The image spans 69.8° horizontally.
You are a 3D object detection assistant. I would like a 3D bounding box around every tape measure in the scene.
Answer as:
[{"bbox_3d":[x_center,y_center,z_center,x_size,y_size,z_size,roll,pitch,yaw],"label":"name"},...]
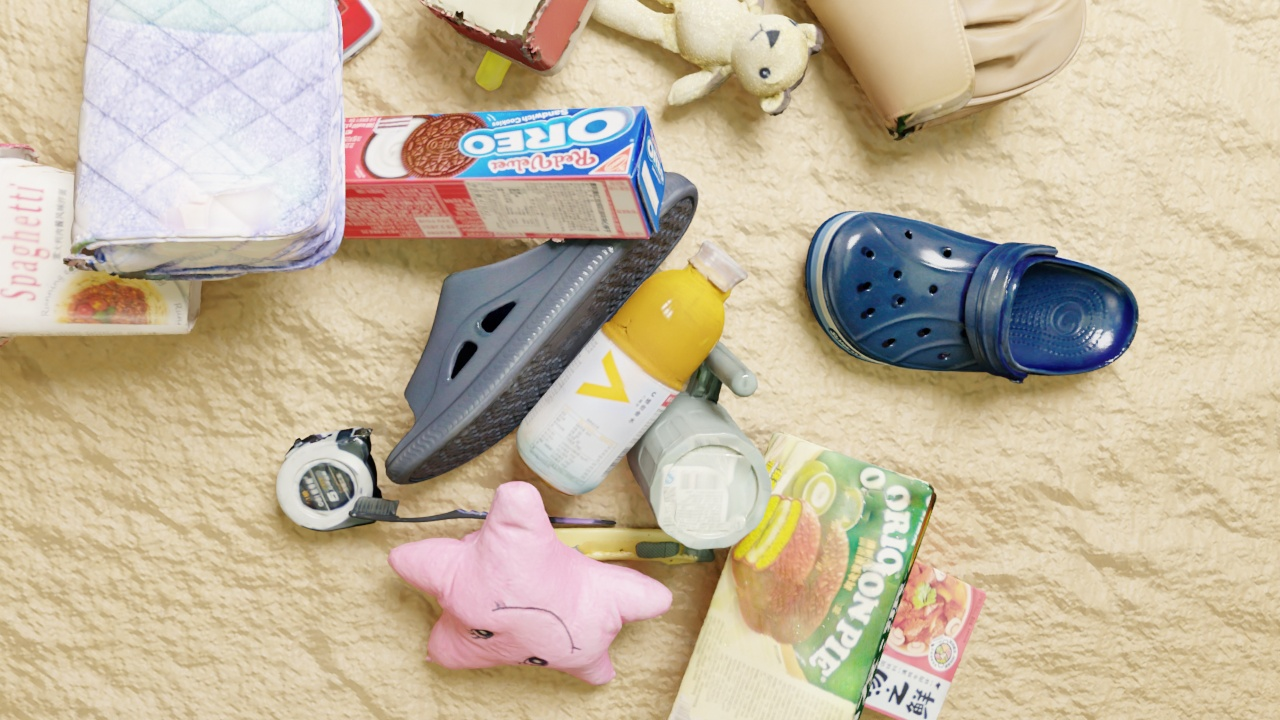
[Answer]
[{"bbox_3d":[-0.212,0.081,0.626,0.066,0.033,0.066,-7,101,-9],"label":"tape measure"}]

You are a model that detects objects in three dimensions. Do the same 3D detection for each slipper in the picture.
[{"bbox_3d":[-0.076,-0.032,0.598,0.083,0.110,0.268,43,89,12],"label":"slipper"},{"bbox_3d":[0.237,-0.035,0.636,0.252,0.095,0.105,10,97,-13],"label":"slipper"}]

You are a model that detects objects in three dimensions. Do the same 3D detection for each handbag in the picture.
[{"bbox_3d":[0.181,-0.249,0.579,0.148,0.100,0.204,-36,95,0],"label":"handbag"},{"bbox_3d":[-0.234,-0.139,0.505,0.134,0.076,0.193,-1,73,-11],"label":"handbag"}]

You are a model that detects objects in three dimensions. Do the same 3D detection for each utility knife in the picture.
[{"bbox_3d":[-0.019,0.137,0.675,0.151,0.018,0.031,3,106,-3],"label":"utility knife"}]

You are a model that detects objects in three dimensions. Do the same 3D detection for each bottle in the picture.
[{"bbox_3d":[-0.004,0.004,0.609,0.068,0.068,0.189,39,97,-13],"label":"bottle"}]

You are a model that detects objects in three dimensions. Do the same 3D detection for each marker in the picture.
[{"bbox_3d":[-0.072,-0.231,0.593,0.018,0.015,0.124,31,95,26],"label":"marker"}]

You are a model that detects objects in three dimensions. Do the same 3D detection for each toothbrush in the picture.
[{"bbox_3d":[-0.105,0.107,0.640,0.188,0.014,0.016,6,85,-21],"label":"toothbrush"}]

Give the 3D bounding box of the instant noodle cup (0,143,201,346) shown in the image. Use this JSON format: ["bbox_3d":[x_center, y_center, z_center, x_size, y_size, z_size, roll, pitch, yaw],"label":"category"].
[{"bbox_3d":[-0.331,-0.063,0.548,0.124,0.117,0.116,6,100,-22],"label":"instant noodle cup"}]

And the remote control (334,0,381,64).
[{"bbox_3d":[-0.222,-0.247,0.567,0.056,0.020,0.136,-37,104,1],"label":"remote control"}]

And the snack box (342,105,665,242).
[{"bbox_3d":[-0.091,-0.109,0.547,0.208,0.058,0.057,2,60,15],"label":"snack box"}]

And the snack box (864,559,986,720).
[{"bbox_3d":[0.177,0.197,0.680,0.127,0.044,0.113,26,85,-18],"label":"snack box"}]

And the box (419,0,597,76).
[{"bbox_3d":[-0.060,-0.268,0.541,0.091,0.079,0.168,29,95,13],"label":"box"}]

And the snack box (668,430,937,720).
[{"bbox_3d":[0.108,0.179,0.628,0.114,0.063,0.240,19,86,24],"label":"snack box"}]

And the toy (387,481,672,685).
[{"bbox_3d":[-0.080,0.174,0.639,0.179,0.074,0.194,-35,118,23],"label":"toy"}]

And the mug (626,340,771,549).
[{"bbox_3d":[0.043,0.054,0.620,0.083,0.103,0.124,15,99,-10],"label":"mug"}]

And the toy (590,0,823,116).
[{"bbox_3d":[0.037,-0.217,0.585,0.157,0.066,0.105,27,90,4],"label":"toy"}]
